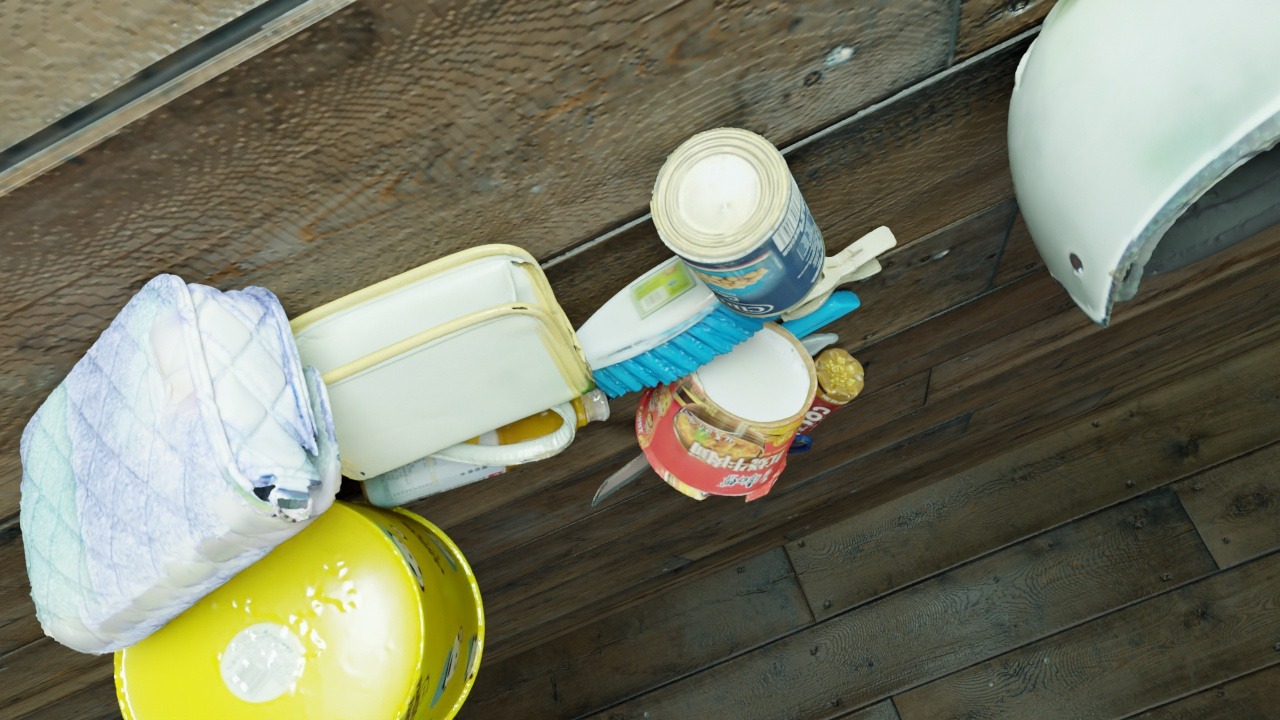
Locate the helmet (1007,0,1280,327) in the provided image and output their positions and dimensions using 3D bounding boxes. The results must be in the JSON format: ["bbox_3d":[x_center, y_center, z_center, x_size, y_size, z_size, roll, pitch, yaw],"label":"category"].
[{"bbox_3d":[0.290,-0.139,0.471,0.273,0.157,0.231,-16,161,-50],"label":"helmet"}]

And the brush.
[{"bbox_3d":[-0.045,0.003,0.630,0.315,0.060,0.109,-31,153,13],"label":"brush"}]

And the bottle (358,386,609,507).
[{"bbox_3d":[-0.117,0.053,0.685,0.189,0.068,0.068,-16,160,-16],"label":"bottle"}]

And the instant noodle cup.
[{"bbox_3d":[0.074,0.032,0.755,0.137,0.137,0.109,-13,150,-24],"label":"instant noodle cup"}]

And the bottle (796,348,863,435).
[{"bbox_3d":[0.175,0.049,1.002,0.057,0.057,0.175,-11,159,-27],"label":"bottle"}]

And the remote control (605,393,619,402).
[{"bbox_3d":[-0.004,0.004,0.723,0.053,0.024,0.137,-39,-178,-43],"label":"remote control"}]

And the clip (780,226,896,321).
[{"bbox_3d":[0.146,-0.066,0.701,0.100,0.034,0.071,-23,161,-10],"label":"clip"}]

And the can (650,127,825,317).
[{"bbox_3d":[0.058,-0.074,0.516,0.075,0.075,0.111,-26,160,13],"label":"can"}]

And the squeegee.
[{"bbox_3d":[0.081,0.035,0.896,0.250,0.040,0.247,-36,174,20],"label":"squeegee"}]

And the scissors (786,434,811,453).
[{"bbox_3d":[0.108,0.086,1.019,0.162,0.012,0.164,5,151,16],"label":"scissors"}]

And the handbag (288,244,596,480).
[{"bbox_3d":[-0.112,0.019,0.556,0.163,0.063,0.179,-21,145,4],"label":"handbag"}]

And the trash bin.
[{"bbox_3d":[-0.236,0.204,0.675,0.229,0.229,0.256,-18,168,-11],"label":"trash bin"}]

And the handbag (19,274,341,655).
[{"bbox_3d":[-0.235,0.053,0.460,0.194,0.134,0.075,-32,158,31],"label":"handbag"}]

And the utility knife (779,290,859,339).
[{"bbox_3d":[0.093,0.000,0.846,0.239,0.018,0.034,-32,159,31],"label":"utility knife"}]
